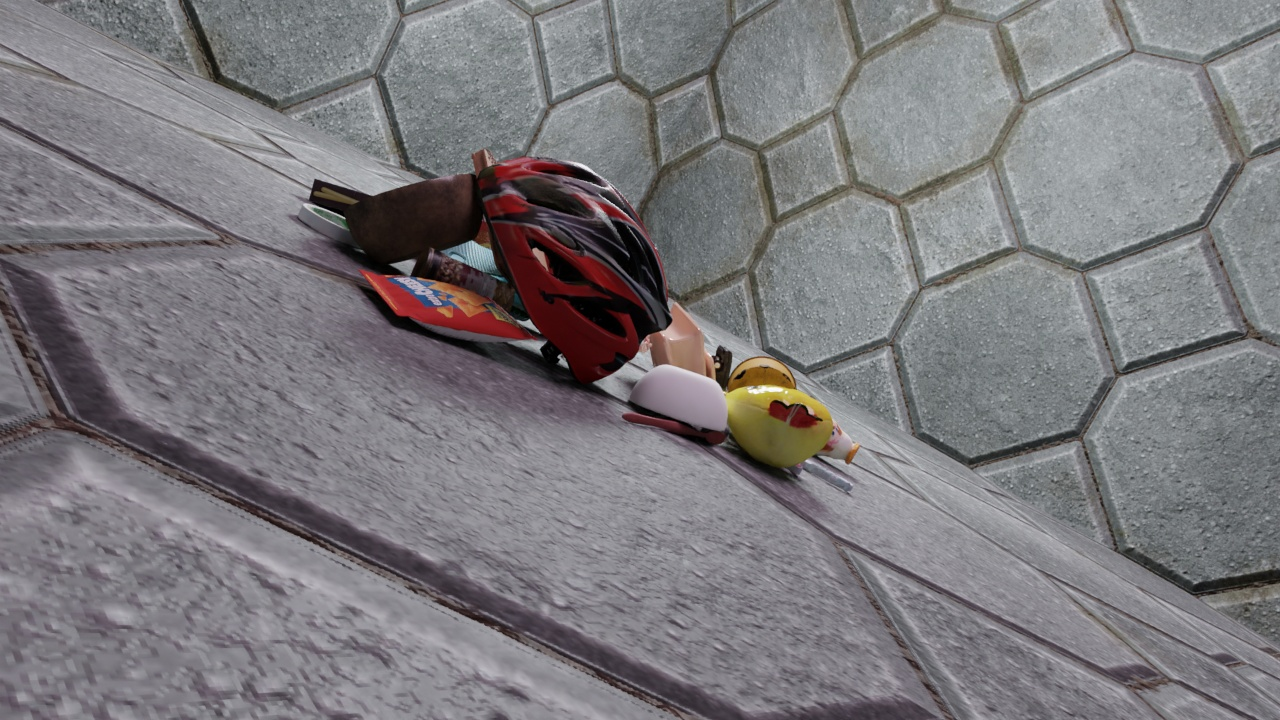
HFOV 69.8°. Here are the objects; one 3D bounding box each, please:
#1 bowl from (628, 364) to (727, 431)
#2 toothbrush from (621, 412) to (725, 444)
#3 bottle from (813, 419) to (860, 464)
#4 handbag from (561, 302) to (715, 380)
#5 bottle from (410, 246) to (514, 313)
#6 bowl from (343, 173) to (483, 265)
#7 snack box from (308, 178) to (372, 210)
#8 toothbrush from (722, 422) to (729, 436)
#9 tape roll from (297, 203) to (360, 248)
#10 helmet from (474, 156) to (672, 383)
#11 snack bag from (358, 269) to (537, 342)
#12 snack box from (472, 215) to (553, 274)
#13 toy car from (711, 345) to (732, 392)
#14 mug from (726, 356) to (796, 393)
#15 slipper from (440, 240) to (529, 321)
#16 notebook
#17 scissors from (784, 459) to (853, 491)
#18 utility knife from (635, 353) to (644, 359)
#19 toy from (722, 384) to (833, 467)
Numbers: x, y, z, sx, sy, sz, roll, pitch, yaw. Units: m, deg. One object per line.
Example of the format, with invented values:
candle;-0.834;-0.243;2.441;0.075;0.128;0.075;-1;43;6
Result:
bowl;0.048;0.037;1.032;0.114;0.050;0.114;18;2;-1
toothbrush;0.036;0.071;0.979;0.016;0.015;0.184;29;8;38
bottle;0.269;0.112;1.357;0.109;0.063;0.063;30;8;14
handbag;-0.007;0.006;1.189;0.187;0.117;0.198;-11;19;-7
bottle;-0.196;-0.078;1.009;0.105;0.056;0.056;24;8;-26
bowl;-0.260;-0.162;1.081;0.162;0.070;0.162;-16;6;2
snack box;-0.365;-0.213;1.317;0.186;0.031;0.101;18;4;16
toothbrush;0.107;0.078;1.197;0.013;0.013;0.167;19;7;-2
tape roll;-0.374;-0.165;1.131;0.094;0.018;0.093;27;8;-4
helmet;-0.072;-0.106;0.985;0.272;0.167;0.217;53;13;-39
snack bag;-0.191;-0.052;0.901;0.143;0.039;0.131;10;17;-36
snack box;-0.176;-0.157;1.426;0.236;0.113;0.060;28;8;8
toy car;0.103;0.028;1.211;0.037;0.092;0.040;12;9;-8
mug;0.181;0.055;1.287;0.124;0.100;0.094;30;9;3
slipper;-0.221;-0.126;1.227;0.116;0.069;0.276;18;10;-34
notebook;-0.150;-0.142;1.128;0.210;0.022;0.169;60;13;-66
scissors;0.201;0.130;1.182;0.175;0.013;0.170;25;4;-9
utility knife;-0.051;-0.027;1.293;0.148;0.015;0.022;25;39;-29
toy;0.156;0.073;1.096;0.134;0.092;0.207;15;3;-4
